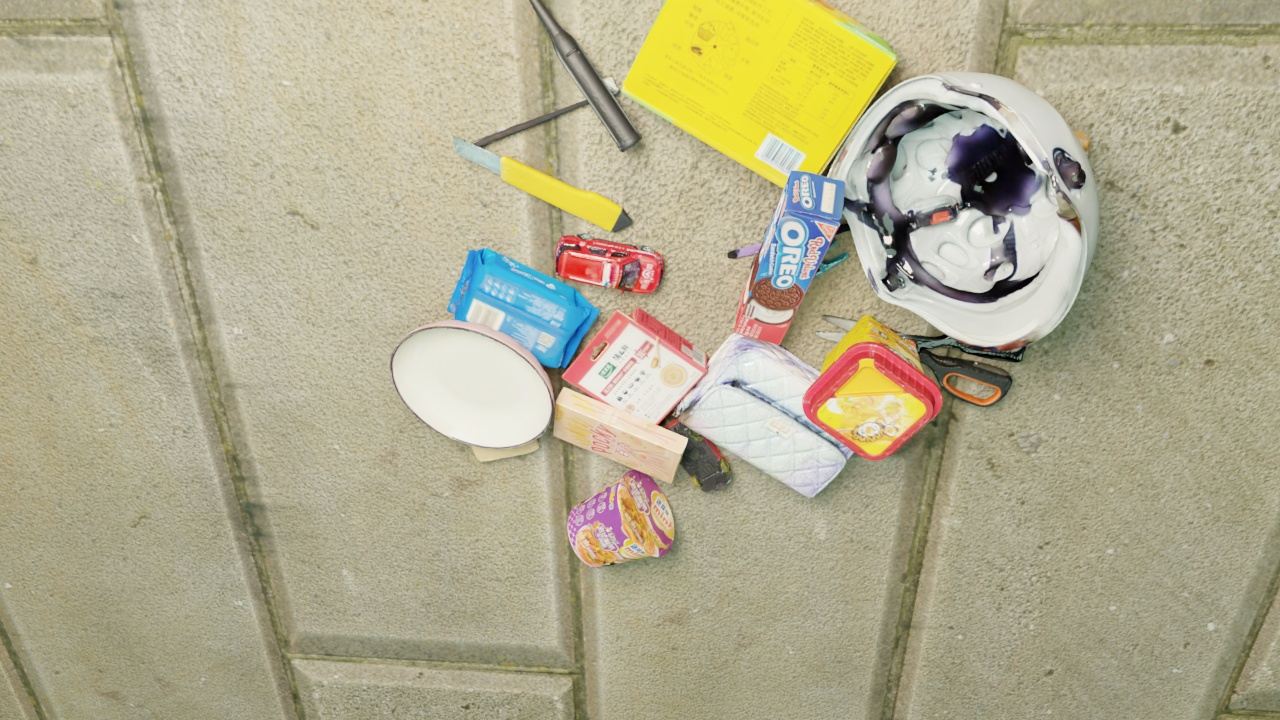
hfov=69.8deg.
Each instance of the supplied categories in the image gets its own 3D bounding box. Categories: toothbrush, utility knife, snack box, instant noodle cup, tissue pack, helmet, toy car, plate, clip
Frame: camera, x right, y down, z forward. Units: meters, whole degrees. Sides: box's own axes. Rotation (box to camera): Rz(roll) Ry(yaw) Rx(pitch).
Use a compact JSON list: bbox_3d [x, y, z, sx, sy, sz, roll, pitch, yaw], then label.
[{"bbox_3d":[-0.107,-0.249,0.940,0.181,0.015,0.018,-19,113,14],"label":"toothbrush"},{"bbox_3d":[-0.103,-0.187,0.968,0.206,0.015,0.033,24,122,-13],"label":"utility knife"},{"bbox_3d":[0.147,-0.099,0.925,0.057,0.058,0.208,16,147,0],"label":"snack box"},{"bbox_3d":[-0.029,0.203,1.135,0.099,0.111,0.111,-26,114,28],"label":"instant noodle cup"},{"bbox_3d":[-0.132,-0.058,1.027,0.157,0.052,0.095,25,120,-8],"label":"tissue pack"},{"bbox_3d":[0.318,-0.151,0.858,0.258,0.145,0.230,52,146,5],"label":"helmet"},{"bbox_3d":[-0.035,-0.102,0.998,0.120,0.045,0.053,9,121,-2],"label":"toy car"},{"bbox_3d":[-0.186,0.023,1.042,0.192,0.038,0.193,9,134,9],"label":"plate"},{"bbox_3d":[0.070,0.115,1.113,0.049,0.031,0.106,-32,107,21],"label":"toy car"},{"bbox_3d":[0.197,-0.106,0.990,0.040,0.014,0.056,43,115,-16],"label":"clip"},{"bbox_3d":[0.246,0.023,0.977,0.116,0.123,0.116,35,122,-7],"label":"instant noodle cup"},{"bbox_3d":[-0.006,0.006,1.054,0.127,0.044,0.113,34,117,-14],"label":"snack box"},{"bbox_3d":[0.184,-0.134,0.979,0.189,0.016,0.014,-12,105,15],"label":"toothbrush"},{"bbox_3d":[-0.068,-0.299,0.892,0.026,0.027,0.212,-35,103,3],"label":"toothbrush"},{"bbox_3d":[0.110,-0.277,0.868,0.210,0.069,0.158,29,118,-7],"label":"snack box"},{"bbox_3d":[-0.026,0.089,1.075,0.157,0.026,0.085,21,148,6],"label":"snack box"}]

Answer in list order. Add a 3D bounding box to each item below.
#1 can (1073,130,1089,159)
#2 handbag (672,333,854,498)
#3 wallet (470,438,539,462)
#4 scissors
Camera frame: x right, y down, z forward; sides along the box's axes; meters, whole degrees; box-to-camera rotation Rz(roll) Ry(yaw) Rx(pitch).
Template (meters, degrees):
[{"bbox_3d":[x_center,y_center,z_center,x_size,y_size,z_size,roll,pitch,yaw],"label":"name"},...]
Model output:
[{"bbox_3d":[0.411,-0.153,0.917,0.058,0.058,0.146,-4,119,8],"label":"can"},{"bbox_3d":[0.153,0.064,1.053,0.194,0.075,0.134,31,117,-11],"label":"handbag"},{"bbox_3d":[-0.182,0.068,1.119,0.087,0.024,0.115,-14,117,8],"label":"wallet"},{"bbox_3d":[0.316,-0.027,1.022,0.234,0.021,0.163,36,113,-7],"label":"scissors"}]
